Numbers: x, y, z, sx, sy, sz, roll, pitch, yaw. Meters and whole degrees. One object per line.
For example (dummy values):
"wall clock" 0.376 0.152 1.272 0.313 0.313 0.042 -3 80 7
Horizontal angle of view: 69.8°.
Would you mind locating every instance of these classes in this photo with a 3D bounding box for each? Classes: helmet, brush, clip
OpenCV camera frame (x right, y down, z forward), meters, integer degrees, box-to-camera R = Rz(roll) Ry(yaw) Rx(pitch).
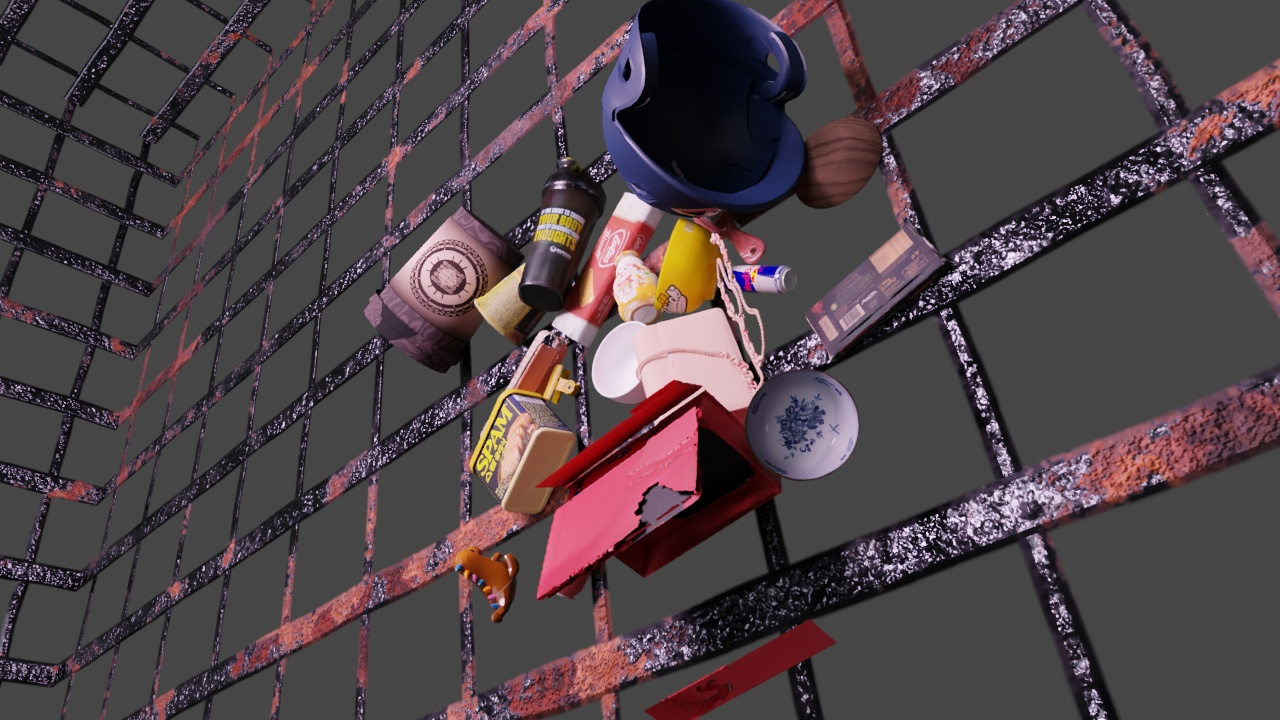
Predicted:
"helmet" 0.071 -0.268 1.087 0.224 0.231 0.272 109 143 -48
"brush" 0.114 -0.163 1.150 0.041 0.030 0.172 -51 40 12
"clip" -0.110 0.034 1.277 0.054 0.045 0.049 -68 16 -9

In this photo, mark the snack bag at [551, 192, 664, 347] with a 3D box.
"snack bag" -0.046 -0.129 1.292 0.077 0.041 0.225 32 94 52

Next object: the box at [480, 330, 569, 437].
"box" -0.164 0.042 1.299 0.054 0.078 0.187 31 91 10

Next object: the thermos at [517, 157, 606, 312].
"thermos" -0.113 -0.179 1.320 0.098 0.098 0.220 -13 52 42

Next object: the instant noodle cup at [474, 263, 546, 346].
"instant noodle cup" -0.177 -0.092 1.371 0.108 0.102 0.102 -44 43 7

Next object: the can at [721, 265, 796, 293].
"can" 0.140 -0.096 1.085 0.095 0.032 0.032 7 74 48

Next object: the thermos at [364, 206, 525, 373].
"thermos" -0.305 -0.118 1.467 0.226 0.172 0.172 -51 41 4

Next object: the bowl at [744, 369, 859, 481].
"bowl" 0.165 0.069 0.942 0.114 0.045 0.114 -2 78 8

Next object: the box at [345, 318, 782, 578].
"box" -0.055 0.090 0.900 0.212 0.409 0.107 -37 47 25

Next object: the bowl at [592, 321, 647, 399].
"bowl" -0.007 0.007 1.166 0.105 0.054 0.104 -21 56 36

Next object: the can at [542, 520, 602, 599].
"can" -0.079 0.236 1.115 0.054 0.054 0.096 20 84 49

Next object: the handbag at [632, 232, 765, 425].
"handbag" 0.053 -0.025 1.015 0.116 0.187 0.198 -11 50 -5

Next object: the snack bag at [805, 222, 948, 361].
"snack bag" 0.246 -0.074 0.973 0.155 0.018 0.074 -42 45 21

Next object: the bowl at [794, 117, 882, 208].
"bowl" 0.222 -0.239 1.078 0.120 0.032 0.119 -24 53 36

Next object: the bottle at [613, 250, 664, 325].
"bottle" -0.005 -0.097 1.214 0.063 0.063 0.109 -39 44 24

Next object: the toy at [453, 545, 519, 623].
"toy" -0.202 0.287 1.180 0.071 0.090 0.102 -44 23 20

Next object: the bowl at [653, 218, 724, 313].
"bowl" 0.065 -0.110 1.127 0.067 0.117 0.117 16 78 6

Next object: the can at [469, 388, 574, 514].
"can" -0.158 0.124 1.231 0.104 0.075 0.135 41 110 46
